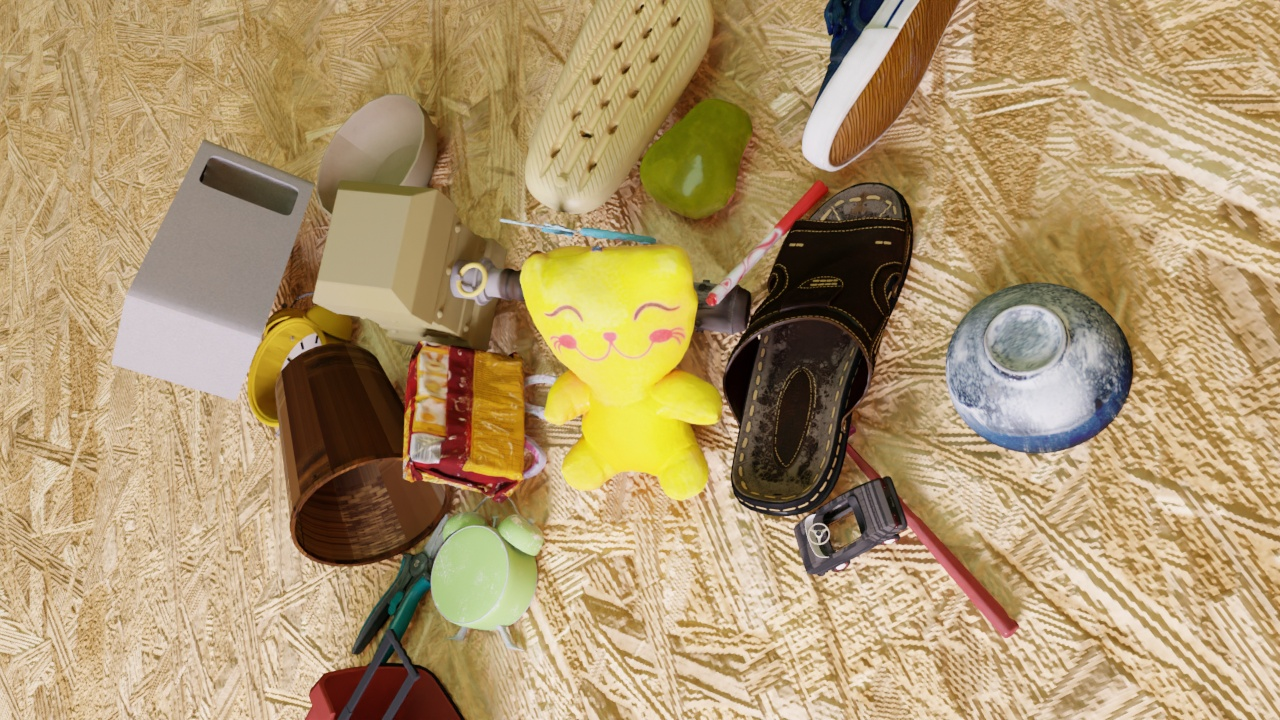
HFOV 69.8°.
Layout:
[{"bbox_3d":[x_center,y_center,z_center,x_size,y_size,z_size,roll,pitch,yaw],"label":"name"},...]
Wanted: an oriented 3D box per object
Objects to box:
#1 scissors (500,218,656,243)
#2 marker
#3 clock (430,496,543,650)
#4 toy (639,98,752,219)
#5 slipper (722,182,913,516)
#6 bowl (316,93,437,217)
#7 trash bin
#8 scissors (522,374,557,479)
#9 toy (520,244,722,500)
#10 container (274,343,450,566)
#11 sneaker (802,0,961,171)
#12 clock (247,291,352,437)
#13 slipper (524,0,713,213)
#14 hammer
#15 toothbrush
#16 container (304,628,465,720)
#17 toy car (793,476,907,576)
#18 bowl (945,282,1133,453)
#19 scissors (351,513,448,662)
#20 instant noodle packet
[{"bbox_3d":[-0.059,-0.113,0.795,0.134,0.135,0.015,-161,82,-68],"label":"scissors"},{"bbox_3d":[0.098,-0.091,0.707,0.013,0.013,0.142,30,67,36],"label":"marker"},{"bbox_3d":[-0.125,0.169,0.746,0.094,0.042,0.119,-3,68,29],"label":"clock"},{"bbox_3d":[0.053,-0.173,0.775,0.090,0.051,0.110,34,87,33],"label":"toy"},{"bbox_3d":[0.122,-0.021,0.645,0.113,0.076,0.267,8,66,33],"label":"slipper"},{"bbox_3d":[-0.272,-0.206,0.981,0.153,0.050,0.152,-12,64,27],"label":"bowl"},{"bbox_3d":[-0.427,-0.094,0.930,0.115,0.114,0.228,-48,31,41],"label":"trash bin"},{"bbox_3d":[-0.126,0.028,0.824,0.179,0.016,0.103,35,91,39],"label":"scissors"},{"bbox_3d":[-0.004,0.004,0.665,0.135,0.194,0.087,-1,27,21],"label":"toy"},{"bbox_3d":[-0.258,0.076,0.818,0.132,0.132,0.167,-42,50,9],"label":"container"},{"bbox_3d":[0.180,-0.285,0.715,0.127,0.120,0.294,27,82,23],"label":"sneaker"},{"bbox_3d":[-0.347,0.001,0.943,0.114,0.052,0.151,-4,73,30],"label":"clock"},{"bbox_3d":[-0.015,-0.235,0.824,0.111,0.079,0.261,23,75,13],"label":"slipper"},{"bbox_3d":[-0.073,-0.058,0.752,0.325,0.190,0.100,7,81,14],"label":"hammer"},{"bbox_3d":[0.180,0.101,0.608,0.016,0.016,0.189,-40,55,5],"label":"toothbrush"},{"bbox_3d":[-0.176,0.285,0.677,0.148,0.127,0.201,44,105,36],"label":"container"},{"bbox_3d":[0.134,0.110,0.603,0.093,0.037,0.040,-47,48,47],"label":"toy car"},{"bbox_3d":[0.248,-0.003,0.584,0.115,0.060,0.114,-11,66,27],"label":"bowl"},{"bbox_3d":[-0.200,0.204,0.789,0.128,0.019,0.141,-23,53,27],"label":"scissors"},{"bbox_3d":[-0.146,0.047,0.760,0.040,0.098,0.135,126,147,-49],"label":"instant noodle packet"}]
